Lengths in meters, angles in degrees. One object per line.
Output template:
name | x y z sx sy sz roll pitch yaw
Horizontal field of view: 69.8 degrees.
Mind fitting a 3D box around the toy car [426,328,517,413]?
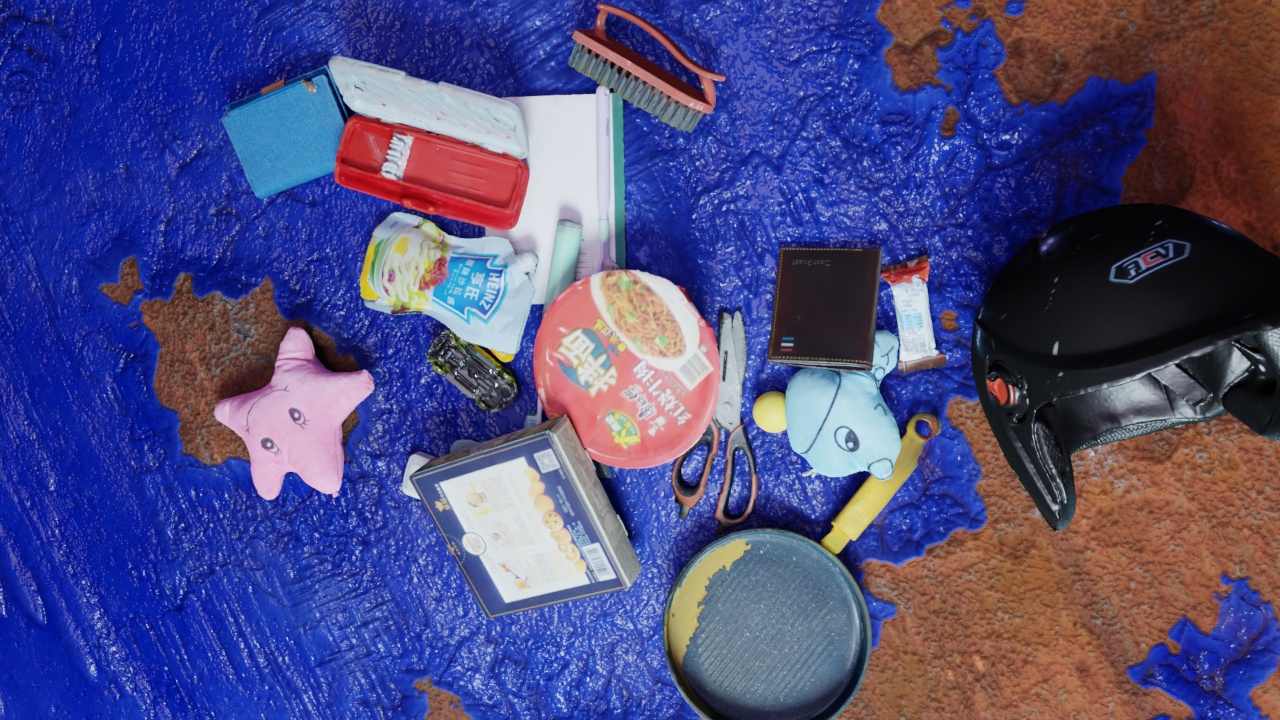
toy car | -0.174 0.010 0.961 0.105 0.032 0.048 40 103 0

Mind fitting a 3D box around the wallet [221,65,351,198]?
wallet | -0.368 -0.242 0.973 0.133 0.040 0.106 -17 101 13

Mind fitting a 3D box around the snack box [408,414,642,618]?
snack box | -0.116 0.162 0.924 0.183 0.045 0.178 -18 105 26

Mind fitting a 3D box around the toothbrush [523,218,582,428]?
toothbrush | -0.089 -0.031 0.929 0.027 0.026 0.224 7 101 -18

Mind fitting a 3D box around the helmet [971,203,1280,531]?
helmet | 0.377 -0.010 0.712 0.233 0.275 0.230 -22 64 4

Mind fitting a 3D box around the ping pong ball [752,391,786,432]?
ping pong ball | 0.129 0.050 0.889 0.040 0.040 0.040 2 97 13

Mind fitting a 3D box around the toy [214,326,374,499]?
toy | -0.363 0.066 0.988 0.195 0.074 0.178 -39 78 15

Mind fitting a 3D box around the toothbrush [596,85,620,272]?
toothbrush | -0.035 -0.174 0.902 0.021 0.029 0.189 6 100 48

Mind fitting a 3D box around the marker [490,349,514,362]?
marker | -0.178 -0.045 0.964 0.018 0.015 0.124 -45 83 8

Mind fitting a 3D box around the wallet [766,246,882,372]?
wallet | 0.171 -0.050 0.853 0.096 0.020 0.122 5 69 13

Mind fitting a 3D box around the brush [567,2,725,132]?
brush | 0.008 -0.277 0.866 0.146 0.063 0.069 33 116 6

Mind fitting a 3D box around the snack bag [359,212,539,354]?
snack bag | -0.194 -0.082 0.939 0.191 0.039 0.110 17 82 18

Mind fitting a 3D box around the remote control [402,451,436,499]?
remote control | -0.196 0.139 0.986 0.125 0.024 0.049 17 101 10

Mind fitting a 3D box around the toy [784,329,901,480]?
toy | 0.186 0.035 0.855 0.161 0.050 0.156 39 92 18

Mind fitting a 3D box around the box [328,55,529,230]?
box | -0.207 -0.216 0.904 0.201 0.073 0.155 17 126 9

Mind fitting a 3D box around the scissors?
scissors | 0.072 0.061 0.917 0.192 0.015 0.207 -34 88 15

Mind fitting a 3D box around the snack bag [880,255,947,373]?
snack bag | 0.254 -0.042 0.856 0.048 0.026 0.104 -12 95 25

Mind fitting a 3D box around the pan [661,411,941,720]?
pan | 0.168 0.196 0.876 0.198 0.078 0.357 38 85 11

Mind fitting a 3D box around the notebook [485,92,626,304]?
notebook | -0.088 -0.161 0.929 0.150 0.012 0.209 1 98 12

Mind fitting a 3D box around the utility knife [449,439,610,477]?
utility knife | -0.118 0.102 0.968 0.180 0.013 0.029 5 96 13

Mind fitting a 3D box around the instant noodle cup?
instant noodle cup | -0.005 0.005 0.895 0.194 0.065 0.194 4 101 22
